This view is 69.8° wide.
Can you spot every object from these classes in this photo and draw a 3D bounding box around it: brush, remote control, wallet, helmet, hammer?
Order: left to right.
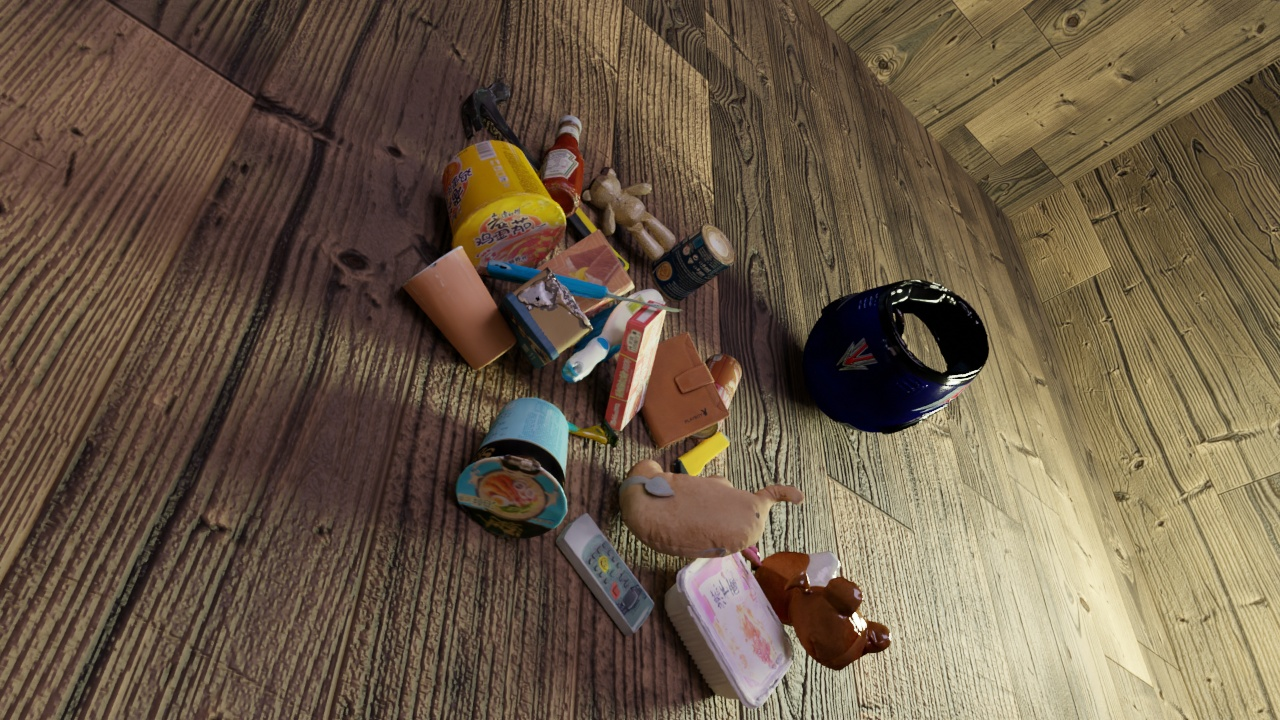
[{"bbox_3d":[-0.129,-0.244,1.285,0.323,0.032,0.125,51,34,-9],"label":"hammer"},{"bbox_3d":[-0.048,-0.023,1.135,0.060,0.110,0.313,54,36,-5],"label":"brush"},{"bbox_3d":[-0.038,0.234,1.009,0.135,0.019,0.056,55,34,-3],"label":"remote control"},{"bbox_3d":[0.044,0.039,1.219,0.107,0.031,0.131,-23,78,-11],"label":"wallet"},{"bbox_3d":[0.419,0.000,1.573,0.314,0.241,0.247,-9,68,-42],"label":"helmet"}]

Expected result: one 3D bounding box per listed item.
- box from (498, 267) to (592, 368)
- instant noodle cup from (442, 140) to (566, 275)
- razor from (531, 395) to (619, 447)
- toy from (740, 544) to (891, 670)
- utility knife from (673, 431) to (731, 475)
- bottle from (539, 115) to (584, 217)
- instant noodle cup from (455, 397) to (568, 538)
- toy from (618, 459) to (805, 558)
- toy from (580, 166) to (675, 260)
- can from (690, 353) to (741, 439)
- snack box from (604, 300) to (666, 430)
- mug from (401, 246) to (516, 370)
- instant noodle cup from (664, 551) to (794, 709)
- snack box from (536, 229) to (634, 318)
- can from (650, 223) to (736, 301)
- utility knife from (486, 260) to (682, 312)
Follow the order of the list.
[{"bbox_3d":[-0.112,-0.044,1.029,0.061,0.184,0.090,-37,92,-15],"label":"box"},{"bbox_3d":[-0.172,-0.186,1.099,0.137,0.138,0.109,12,44,-46],"label":"instant noodle cup"},{"bbox_3d":[-0.082,0.071,1.081,0.132,0.028,0.043,28,19,-41],"label":"razor"},{"bbox_3d":[0.213,0.294,1.150,0.130,0.200,0.140,-43,115,-17],"label":"toy"},{"bbox_3d":[0.086,0.130,1.258,0.163,0.015,0.033,-25,88,-57],"label":"utility knife"},{"bbox_3d":[-0.105,-0.272,1.258,0.059,0.060,0.205,36,34,-28],"label":"bottle"},{"bbox_3d":[-0.120,0.102,0.947,0.111,0.111,0.120,42,30,-21],"label":"instant noodle cup"},{"bbox_3d":[0.085,0.177,1.083,0.226,0.083,0.143,9,38,-8],"label":"toy"},{"bbox_3d":[-0.015,-0.216,1.370,0.157,0.066,0.105,44,80,-4],"label":"toy"},{"bbox_3d":[0.102,0.049,1.305,0.058,0.058,0.146,48,34,-12],"label":"can"},{"bbox_3d":[-0.007,0.007,1.134,0.025,0.153,0.075,21,30,14],"label":"snack box"},{"bbox_3d":[-0.194,-0.054,1.009,0.123,0.078,0.078,56,33,-11],"label":"mug"},{"bbox_3d":[0.097,0.311,1.079,0.173,0.060,0.137,58,34,5],"label":"instant noodle cup"},{"bbox_3d":[-0.068,-0.102,1.155,0.077,0.094,0.093,58,2,1],"label":"snack box"},{"bbox_3d":[0.080,-0.149,1.396,0.075,0.111,0.075,32,41,-32],"label":"can"},{"bbox_3d":[-0.066,-0.084,1.092,0.236,0.034,0.018,12,76,1],"label":"utility knife"}]
